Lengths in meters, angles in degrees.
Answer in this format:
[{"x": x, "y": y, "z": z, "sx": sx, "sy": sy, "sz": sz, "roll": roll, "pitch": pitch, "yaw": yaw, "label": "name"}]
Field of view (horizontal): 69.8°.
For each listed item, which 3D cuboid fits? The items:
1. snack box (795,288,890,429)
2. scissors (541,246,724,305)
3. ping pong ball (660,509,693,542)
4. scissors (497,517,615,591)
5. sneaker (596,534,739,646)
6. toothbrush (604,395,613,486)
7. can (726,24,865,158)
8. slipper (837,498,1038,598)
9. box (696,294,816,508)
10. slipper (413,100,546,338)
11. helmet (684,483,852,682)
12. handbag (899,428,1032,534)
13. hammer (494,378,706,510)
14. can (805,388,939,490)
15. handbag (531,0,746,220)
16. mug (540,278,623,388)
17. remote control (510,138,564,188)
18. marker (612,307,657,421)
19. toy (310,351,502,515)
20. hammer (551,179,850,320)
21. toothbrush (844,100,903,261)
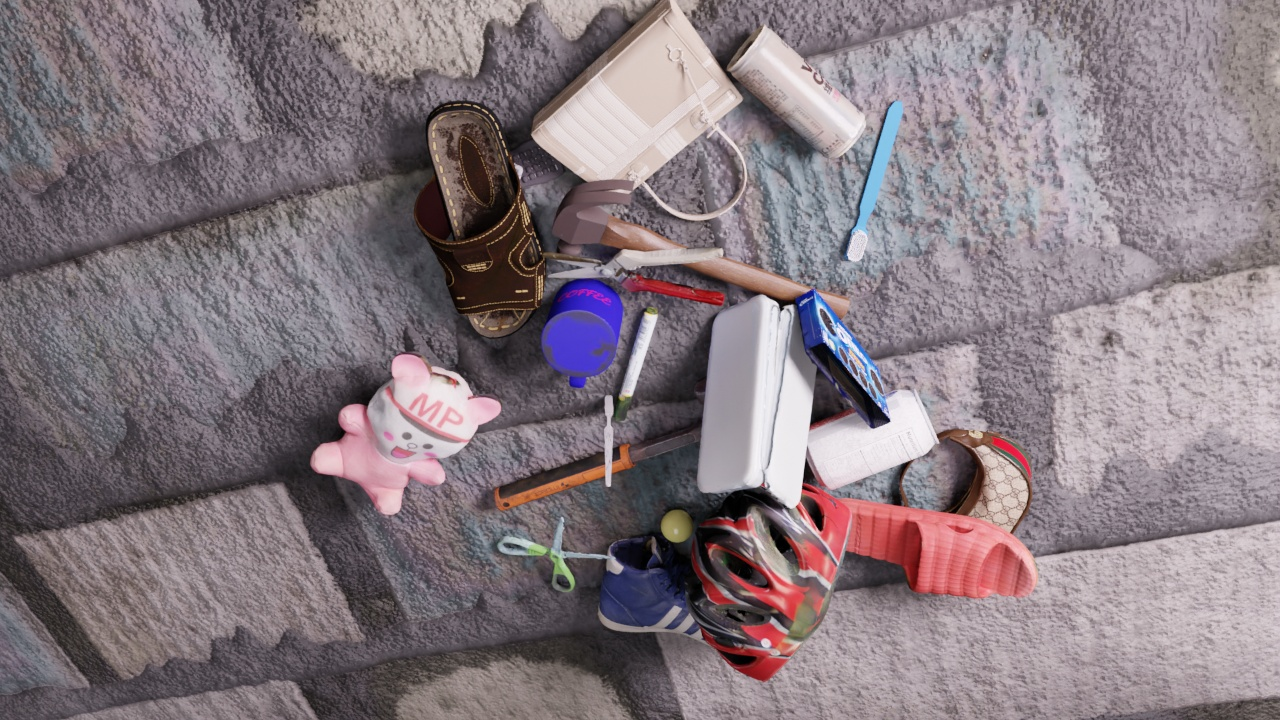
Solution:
[{"x": 0.214, "y": 0.000, "z": 0.965, "sx": 0.027, "sy": 0.082, "sz": 0.150, "roll": -26, "pitch": 130, "yaw": 26, "label": "snack box"}, {"x": 0.005, "y": -0.091, "z": 0.949, "sx": 0.187, "sy": 0.015, "sz": 0.180, "roll": 30, "pitch": 145, "yaw": -28, "label": "scissors"}, {"x": 0.045, "y": 0.204, "z": 1.129, "sx": 0.040, "sy": 0.040, "sz": 0.040, "roll": 2, "pitch": 118, "yaw": 3, "label": "ping pong ball"}, {"x": -0.111, "y": 0.242, "z": 1.147, "sx": 0.168, "sy": 0.023, "sz": 0.172, "roll": 22, "pitch": 137, "yaw": 13, "label": "scissors"}, {"x": 0.062, "y": 0.279, "z": 1.146, "sx": 0.233, "sy": 0.091, "sz": 0.118, "roll": 5, "pitch": 116, "yaw": 11, "label": "sneaker"}, {"x": -0.035, "y": 0.083, "z": 0.990, "sx": 0.010, "sy": 0.181, "sz": 0.010, "roll": -3, "pitch": 115, "yaw": 0, "label": "toothbrush"}, {"x": 0.149, "y": -0.252, "z": 0.869, "sx": 0.135, "sy": 0.054, "sz": 0.054, "roll": 37, "pitch": 114, "yaw": -15, "label": "can"}, {"x": 0.330, "y": 0.225, "z": 1.066, "sx": 0.249, "sy": 0.058, "sz": 0.104, "roll": 13, "pitch": 128, "yaw": 20, "label": "slipper"}, {"x": 0.144, "y": 0.050, "z": 0.965, "sx": 0.124, "sy": 0.215, "sz": 0.107, "roll": 18, "pitch": 159, "yaw": -28, "label": "box"}, {"x": -0.163, "y": -0.130, "z": 0.937, "sx": 0.113, "sy": 0.075, "sz": 0.268, "roll": -2, "pitch": 125, "yaw": 5, "label": "slipper"}, {"x": 0.138, "y": 0.233, "z": 1.016, "sx": 0.167, "sy": 0.272, "sz": 0.217, "roll": 28, "pitch": 88, "yaw": -2, "label": "helmet"}, {"x": 0.374, "y": 0.156, "z": 1.077, "sx": 0.138, "sy": 0.063, "sz": 0.167, "roll": 24, "pitch": 122, "yaw": 10, "label": "handbag"}, {"x": -0.028, "y": 0.131, "z": 1.100, "sx": 0.315, "sy": 0.034, "sz": 0.138, "roll": -20, "pitch": 115, "yaw": 15, "label": "hammer"}, {"x": 0.256, "y": 0.088, "z": 1.030, "sx": 0.136, "sy": 0.078, "sz": 0.078, "roll": -24, "pitch": 114, "yaw": 16, "label": "can"}, {"x": 0.024, "y": -0.218, "z": 0.907, "sx": 0.176, "sy": 0.062, "sz": 0.198, "roll": -36, "pitch": 118, "yaw": 21, "label": "handbag"}, {"x": -0.063, "y": -0.022, "z": 0.991, "sx": 0.079, "sy": 0.083, "sz": 0.111, "roll": 8, "pitch": 118, "yaw": 0, "label": "mug"}, {"x": -0.141, "y": -0.192, "z": 0.948, "sx": 0.124, "sy": 0.009, "sz": 0.046, "roll": -19, "pitch": 115, "yaw": 14, "label": "remote control"}, {"x": -0.006, "y": 0.006, "z": 1.040, "sx": 0.017, "sy": 0.017, "sz": 0.147, "roll": 15, "pitch": 119, "yaw": -4, "label": "marker"}, {"x": -0.274, "y": 0.081, "z": 1.063, "sx": 0.142, "sy": 0.084, "sz": 0.214, "roll": 38, "pitch": 116, "yaw": -18, "label": "toy"}, {"x": 0.067, "y": -0.103, "z": 0.956, "sx": 0.323, "sy": 0.033, "sz": 0.116, "roll": 18, "pitch": 144, "yaw": -10, "label": "hammer"}, {"x": 0.236, "y": -0.177, "z": 0.926, "sx": 0.016, "sy": 0.014, "sz": 0.167, "roll": 10, "pitch": 118, "yaw": -1, "label": "toothbrush"}]
